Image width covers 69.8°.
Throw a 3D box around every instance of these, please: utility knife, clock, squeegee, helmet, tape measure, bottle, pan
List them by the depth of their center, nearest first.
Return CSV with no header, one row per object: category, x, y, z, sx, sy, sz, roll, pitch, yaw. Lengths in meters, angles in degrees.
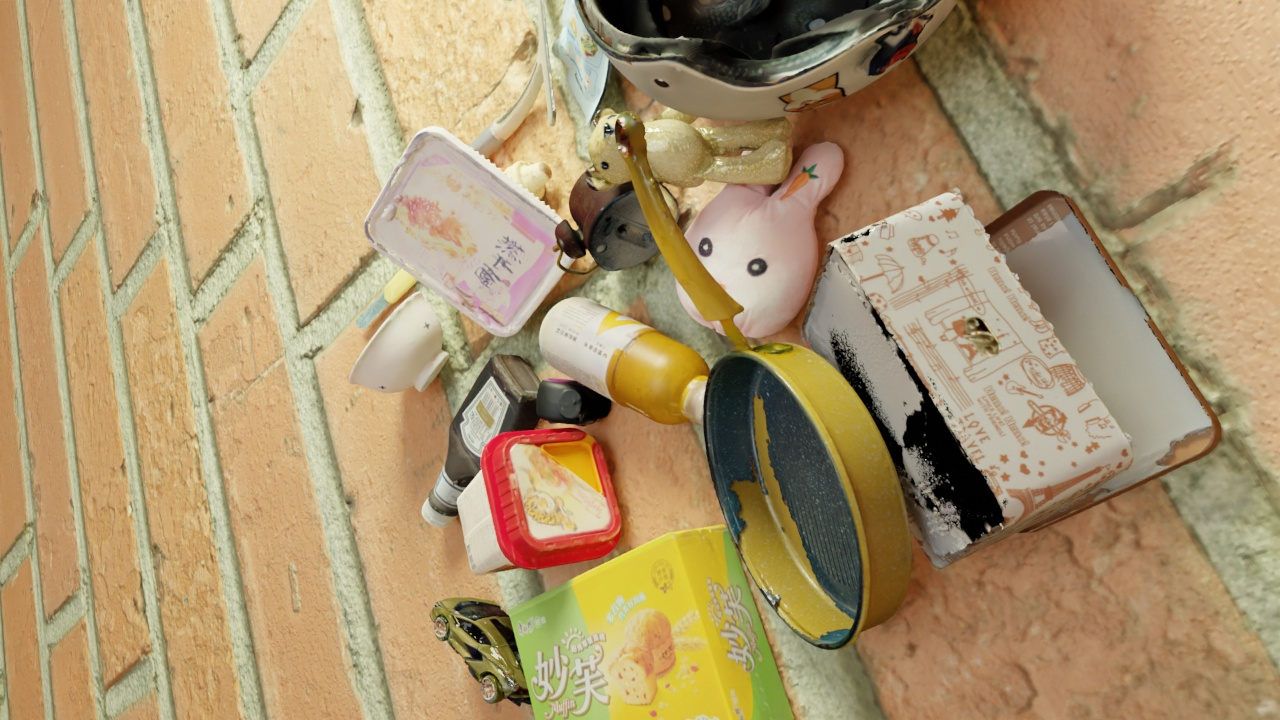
pan,0.064,0.013,0.582,0.198,0.078,0.357,180,74,-71
helmet,0.097,-0.258,0.604,0.274,0.157,0.230,-20,72,8
bottle,-0.004,0.004,0.743,0.190,0.068,0.068,27,105,40
clock,-0.023,-0.114,0.760,0.122,0.082,0.055,-49,52,24
tape measure,-0.062,0.038,0.802,0.058,0.057,0.039,9,94,34
bottle,-0.145,-0.153,0.893,0.150,0.066,0.066,-23,71,31
bottle,-0.159,0.086,0.897,0.080,0.044,0.195,51,120,32
squeegee,-0.141,-0.234,0.907,0.247,0.039,0.246,-43,42,38
utility knife,-0.262,-0.094,1.019,0.217,0.022,0.031,-35,63,28

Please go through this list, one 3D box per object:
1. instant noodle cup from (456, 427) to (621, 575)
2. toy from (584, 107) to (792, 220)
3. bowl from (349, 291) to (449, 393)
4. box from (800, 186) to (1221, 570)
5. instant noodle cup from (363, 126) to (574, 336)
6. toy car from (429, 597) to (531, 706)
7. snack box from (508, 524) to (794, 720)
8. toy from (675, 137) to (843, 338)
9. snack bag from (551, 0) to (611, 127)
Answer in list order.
instant noodle cup,-0.096,0.130,0.797,0.124,0.116,0.116,-37,62,47
toy,0.034,-0.154,0.670,0.157,0.066,0.105,4,79,20
bowl,-0.239,-0.005,0.953,0.065,0.118,0.118,37,117,-4
box,0.215,0.003,0.530,0.174,0.152,0.182,-23,69,-7
instant noodle cup,-0.149,-0.122,0.843,0.173,0.060,0.138,36,119,-10
toy car,-0.135,0.261,0.843,0.158,0.070,0.042,30,106,39
snack box,-0.001,0.239,0.722,0.211,0.070,0.157,-33,66,36
toy,0.086,-0.095,0.682,0.121,0.054,0.159,26,96,40
snack bag,-0.040,-0.302,0.777,0.110,0.038,0.191,60,151,26
